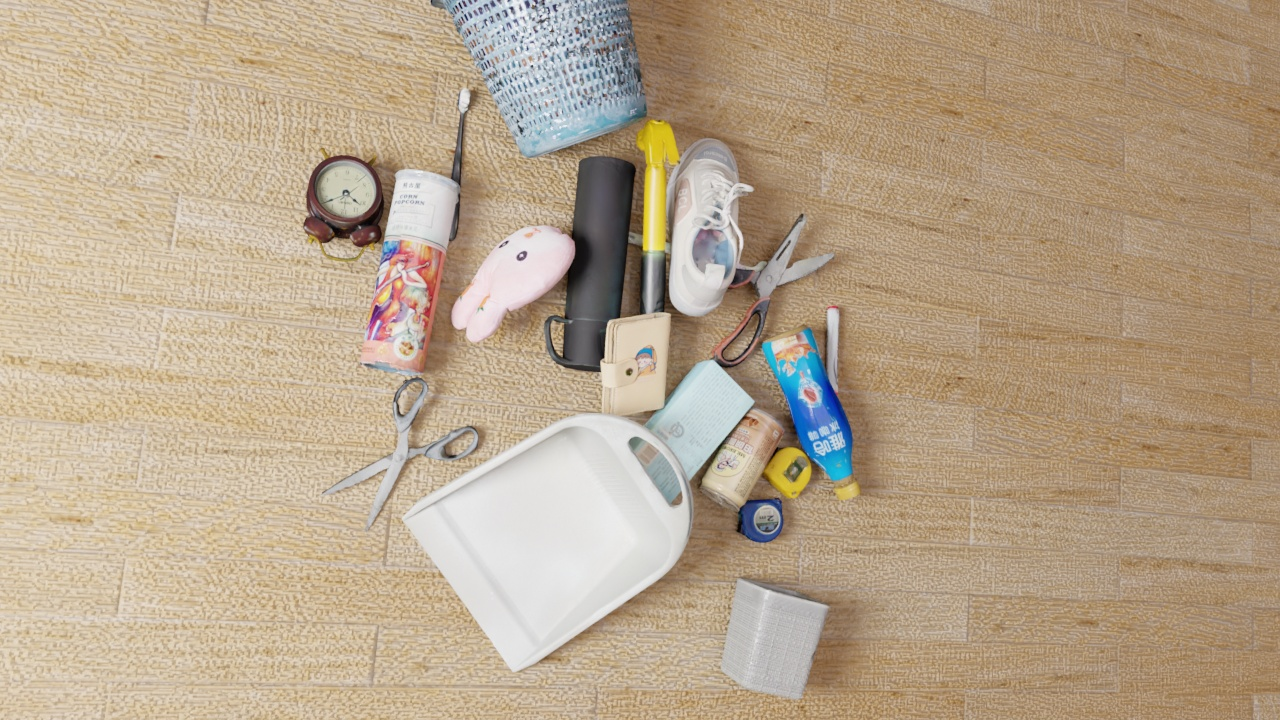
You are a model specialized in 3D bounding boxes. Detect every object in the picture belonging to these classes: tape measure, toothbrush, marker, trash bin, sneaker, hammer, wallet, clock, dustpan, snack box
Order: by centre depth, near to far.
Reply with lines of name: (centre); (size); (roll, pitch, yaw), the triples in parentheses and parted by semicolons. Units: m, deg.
dustpan: (-0.081, 0.180, 0.986); (0.257, 0.143, 0.222); (-36, 96, -19)
clock: (-0.318, -0.164, 0.987); (0.082, 0.055, 0.122); (5, 80, -18)
trash bin: (-0.092, -0.337, 1.012); (0.226, 0.227, 0.195); (-23, 104, -19)
wallet: (-0.006, 0.006, 1.037); (0.087, 0.024, 0.115); (-9, 116, -30)
toothbrush: (-0.209, -0.225, 1.051); (0.015, 0.018, 0.181); (7, 84, -22)
hammer: (0.015, -0.125, 1.063); (0.033, 0.129, 0.301); (0, 100, -8)
sneaker: (0.080, -0.175, 1.075); (0.089, 0.091, 0.241); (12, 63, -12)
snack box: (0.050, 0.085, 1.083); (0.074, 0.052, 0.174); (45, 74, -11)
tape measure: (0.145, 0.194, 1.117); (0.058, 0.025, 0.054); (-1, 87, -14)
toothbrush: (0.070, -0.129, 1.130); (0.189, 0.020, 0.029); (13, 113, -15)
tape measure: (0.183, 0.135, 1.134); (0.060, 0.029, 0.057); (43, 73, -10)
marker: (0.245, 0.002, 1.174); (0.017, 0.017, 0.145); (5, 83, -18)

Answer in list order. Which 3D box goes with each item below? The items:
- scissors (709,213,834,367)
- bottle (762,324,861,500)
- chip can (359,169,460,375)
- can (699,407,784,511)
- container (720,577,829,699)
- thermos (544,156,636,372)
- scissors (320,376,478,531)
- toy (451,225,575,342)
scissors: (0.140, -0.087, 1.131); (0.227, 0.015, 0.189); (-2, 94, -14)
bottle: (0.217, 0.066, 1.130); (0.065, 0.065, 0.218); (-22, 91, -19)
chip can: (-0.250, -0.093, 0.995); (0.071, 0.071, 0.214); (11, 82, -17)
can: (0.122, 0.118, 1.100); (0.058, 0.059, 0.116); (35, 75, -12)
container: (0.153, 0.325, 1.075); (0.090, 0.090, 0.114); (18, 83, -15)
thermos: (-0.058, -0.111, 1.055); (0.089, 0.069, 0.242); (12, 80, -38)
scissors: (-0.259, 0.100, 0.995); (0.180, 0.014, 0.159); (-8, 96, -23)
toy: (-0.143, -0.088, 1.012); (0.159, 0.121, 0.054); (-47, 127, -8)
